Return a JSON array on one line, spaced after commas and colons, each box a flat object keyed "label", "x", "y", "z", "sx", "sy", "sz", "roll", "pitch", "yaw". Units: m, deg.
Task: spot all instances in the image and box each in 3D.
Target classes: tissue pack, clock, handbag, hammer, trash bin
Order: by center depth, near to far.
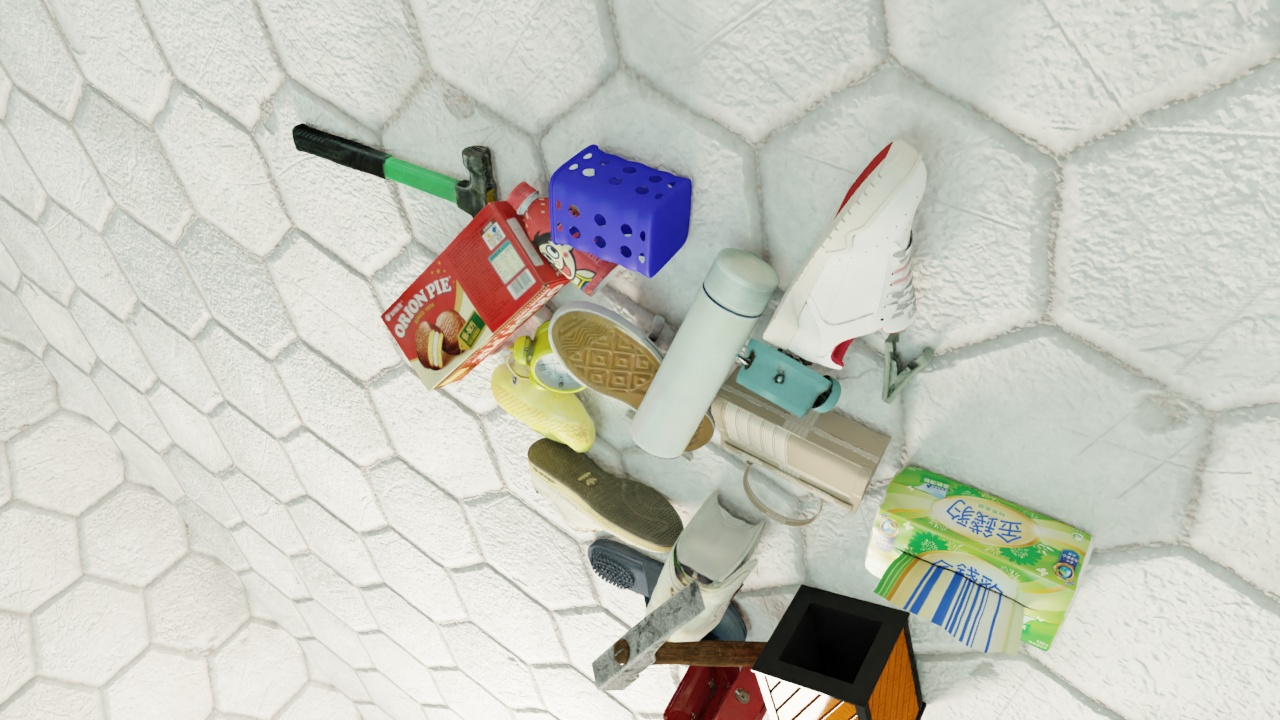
[{"label": "tissue pack", "x": 0.312, "y": 0.209, "z": 0.887, "sx": 0.198, "sy": 0.141, "sz": 0.120, "roll": 16, "pitch": 134, "yaw": 29}, {"label": "clock", "x": 0.145, "y": 0.020, "z": 0.900, "sx": 0.090, "sy": 0.053, "sz": 0.124, "roll": 32, "pitch": -177, "yaw": 39}, {"label": "handbag", "x": 0.162, "y": 0.122, "z": 1.011, "sx": 0.176, "sy": 0.062, "sz": 0.198, "roll": 26, "pitch": 143, "yaw": 20}, {"label": "clock", "x": -0.100, "y": -0.003, "z": 1.078, "sx": 0.119, "sy": 0.056, "sz": 0.083, "roll": -9, "pitch": 134, "yaw": 19}, {"label": "hammer", "x": -0.301, "y": -0.230, "z": 1.104, "sx": 0.319, "sy": 0.032, "sz": 0.130, "roll": 22, "pitch": 137, "yaw": 25}, {"label": "trash bin", "x": 0.245, "y": 0.398, "z": 1.113, "sx": 0.140, "sy": 0.139, "sz": 0.172, "roll": 7, "pitch": 128, "yaw": 36}, {"label": "hammer", "x": 0.118, "y": 0.342, "z": 1.121, "sx": 0.300, "sy": 0.037, "sz": 0.218, "roll": 12, "pitch": 135, "yaw": -32}, {"label": "handbag", "x": 0.076, "y": 0.275, "z": 1.148, "sx": 0.096, "sy": 0.141, "sz": 0.199, "roll": 32, "pitch": 140, "yaw": 12}]

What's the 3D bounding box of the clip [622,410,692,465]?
[{"label": "clip", "x": 0.020, "y": 0.089, "z": 1.114, "sx": 0.102, "sy": 0.043, "sz": 0.054, "roll": 34, "pitch": 152, "yaw": 10}]

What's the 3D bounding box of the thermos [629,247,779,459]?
[{"label": "thermos", "x": 0.060, "y": -0.003, "z": 0.923, "sx": 0.068, "sy": 0.067, "sz": 0.231, "roll": 33, "pitch": 122, "yaw": 12}]

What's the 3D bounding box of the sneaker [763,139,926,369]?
[{"label": "sneaker", "x": 0.198, "y": -0.076, "z": 0.782, "sx": 0.104, "sy": 0.090, "sz": 0.237, "roll": 30, "pitch": 138, "yaw": 3}]

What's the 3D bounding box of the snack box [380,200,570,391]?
[{"label": "snack box", "x": -0.194, "y": -0.072, "z": 1.062, "sx": 0.237, "sy": 0.060, "sz": 0.113, "roll": -38, "pitch": 83, "yaw": 33}]

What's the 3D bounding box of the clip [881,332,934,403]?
[{"label": "clip", "x": 0.244, "y": 0.012, "z": 0.866, "sx": 0.061, "sy": 0.023, "sz": 0.076, "roll": 29, "pitch": 136, "yaw": 20}]

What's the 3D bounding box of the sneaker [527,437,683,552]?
[{"label": "sneaker", "x": -0.057, "y": 0.200, "z": 1.230, "sx": 0.241, "sy": 0.088, "sz": 0.102, "roll": 30, "pitch": 130, "yaw": 22}]

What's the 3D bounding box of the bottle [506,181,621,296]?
[{"label": "bottle", "x": -0.084, "y": -0.134, "z": 0.980, "sx": 0.137, "sy": 0.061, "sz": 0.062, "roll": 42, "pitch": 141, "yaw": 1}]

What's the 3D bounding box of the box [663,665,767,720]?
[{"label": "box", "x": 0.129, "y": 0.495, "z": 1.287, "sx": 0.127, "sy": 0.156, "sz": 0.137, "roll": 7, "pitch": 130, "yaw": 31}]

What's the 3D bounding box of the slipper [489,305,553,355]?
[{"label": "slipper", "x": -0.193, "y": -0.048, "z": 1.154, "sx": 0.222, "sy": 0.055, "sz": 0.107, "roll": 13, "pitch": 133, "yaw": 28}]

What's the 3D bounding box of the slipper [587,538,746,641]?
[{"label": "slipper", "x": 0.022, "y": 0.341, "z": 1.297, "sx": 0.264, "sy": 0.082, "sz": 0.101, "roll": 23, "pitch": 134, "yaw": 24}]

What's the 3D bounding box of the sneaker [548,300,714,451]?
[{"label": "sneaker", "x": -0.006, "y": 0.006, "z": 1.019, "sx": 0.118, "sy": 0.087, "sz": 0.241, "roll": -36, "pitch": 121, "yaw": 19}]

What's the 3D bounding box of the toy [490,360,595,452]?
[{"label": "toy", "x": -0.132, "y": 0.056, "z": 1.192, "sx": 0.170, "sy": 0.064, "sz": 0.155, "roll": 26, "pitch": 151, "yaw": 29}]

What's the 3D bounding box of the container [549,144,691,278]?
[{"label": "container", "x": -0.018, "y": -0.146, "z": 0.897, "sx": 0.114, "sy": 0.084, "sz": 0.085, "roll": 23, "pitch": 137, "yaw": 21}]
